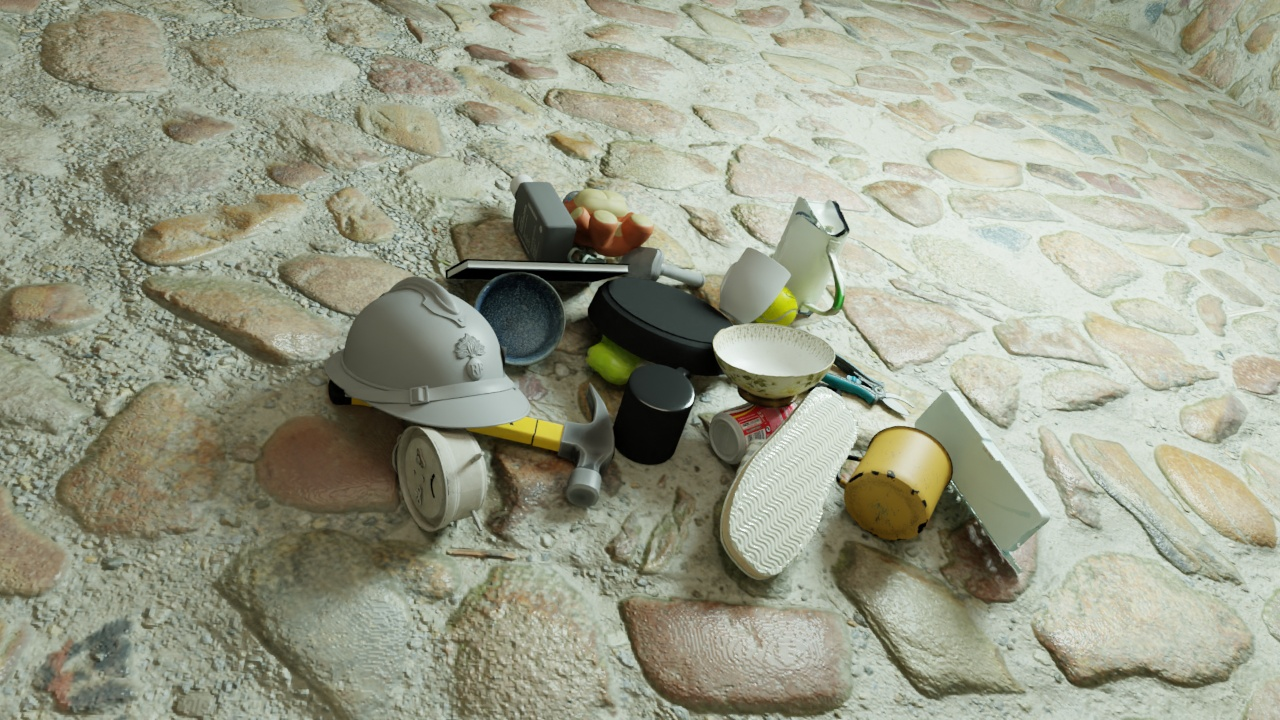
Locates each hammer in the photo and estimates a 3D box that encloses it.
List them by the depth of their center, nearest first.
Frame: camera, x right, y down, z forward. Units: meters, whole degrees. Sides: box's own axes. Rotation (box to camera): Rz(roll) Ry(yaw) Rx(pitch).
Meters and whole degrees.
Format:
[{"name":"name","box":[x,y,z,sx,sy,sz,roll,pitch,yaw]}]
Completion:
[{"name":"hammer","box":[-0.186,0.061,1.025,0.324,0.034,0.169,13,38,-3]}]

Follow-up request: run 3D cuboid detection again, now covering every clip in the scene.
[{"name":"clip","box":[-0.075,-0.140,1.280,0.042,0.023,0.075,30,11,16]}]

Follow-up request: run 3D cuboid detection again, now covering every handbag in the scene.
[{"name":"handbag","box":[0.244,-0.132,1.311,0.074,0.152,0.175,3,42,-17]}]

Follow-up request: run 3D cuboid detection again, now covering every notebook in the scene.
[{"name":"notebook","box":[-0.135,-0.114,1.181,0.206,0.016,0.149,-1,0,-21]}]

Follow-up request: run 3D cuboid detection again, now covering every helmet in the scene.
[{"name":"helmet","box":[-0.224,-0.025,0.973,0.183,0.118,0.271,-8,23,-45]}]

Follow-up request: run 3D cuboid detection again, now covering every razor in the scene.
[{"name":"razor","box":[0.043,-0.126,1.308,0.116,0.047,0.088,14,3,-31]}]

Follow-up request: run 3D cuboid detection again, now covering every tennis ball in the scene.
[{"name":"tennis ball","box":[0.187,-0.075,1.290,0.065,0.066,0.065,10,40,-9]}]

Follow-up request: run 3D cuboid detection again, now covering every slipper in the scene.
[{"name":"slipper","box":[0.168,0.131,1.028,0.114,0.054,0.271,46,52,-8]}]

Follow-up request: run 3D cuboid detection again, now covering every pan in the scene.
[{"name":"pan","box":[0.105,-0.023,1.190,0.355,0.044,0.203,19,23,-8]}]

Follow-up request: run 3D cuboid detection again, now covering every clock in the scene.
[{"name":"clock","box":[-0.205,0.106,0.922,0.061,0.103,0.157,-9,21,-38]}]

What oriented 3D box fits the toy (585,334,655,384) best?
[{"name":"toy","box":[-0.007,0.007,1.143,0.118,0.043,0.092,30,37,9]}]

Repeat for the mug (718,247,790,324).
[{"name":"mug","box":[0.140,-0.100,1.251,0.071,0.089,0.107,34,-1,-30]}]

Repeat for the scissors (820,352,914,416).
[{"name":"scissors","box":[0.294,0.028,1.249,0.155,0.019,0.124,4,43,-19]}]

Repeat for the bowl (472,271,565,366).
[{"name":"bowl","box":[-0.154,-0.049,1.125,0.114,0.114,0.061,1,-2,-19]}]

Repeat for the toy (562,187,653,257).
[{"name":"toy","box":[-0.063,-0.199,1.318,0.112,0.096,0.176,-2,9,-34]}]

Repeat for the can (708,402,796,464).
[{"name":"can","box":[0.138,0.080,1.093,0.104,0.064,0.064,-16,50,-34]}]

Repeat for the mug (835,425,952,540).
[{"name":"mug","box":[0.284,0.140,1.058,0.124,0.101,0.093,13,36,29]}]

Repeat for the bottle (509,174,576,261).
[{"name":"bottle","box":[-0.146,-0.205,1.305,0.046,0.084,0.173,-5,44,-25]}]

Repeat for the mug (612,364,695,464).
[{"name":"mug","box":[0.023,0.053,1.063,0.078,0.088,0.113,30,41,15]}]

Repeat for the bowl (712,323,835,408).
[{"name":"bowl","box":[0.154,0.012,1.085,0.145,0.063,0.145,2,26,-1]}]

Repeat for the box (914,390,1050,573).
[{"name":"box","box":[0.397,0.141,1.077,0.074,0.126,0.197,-27,49,3]}]
